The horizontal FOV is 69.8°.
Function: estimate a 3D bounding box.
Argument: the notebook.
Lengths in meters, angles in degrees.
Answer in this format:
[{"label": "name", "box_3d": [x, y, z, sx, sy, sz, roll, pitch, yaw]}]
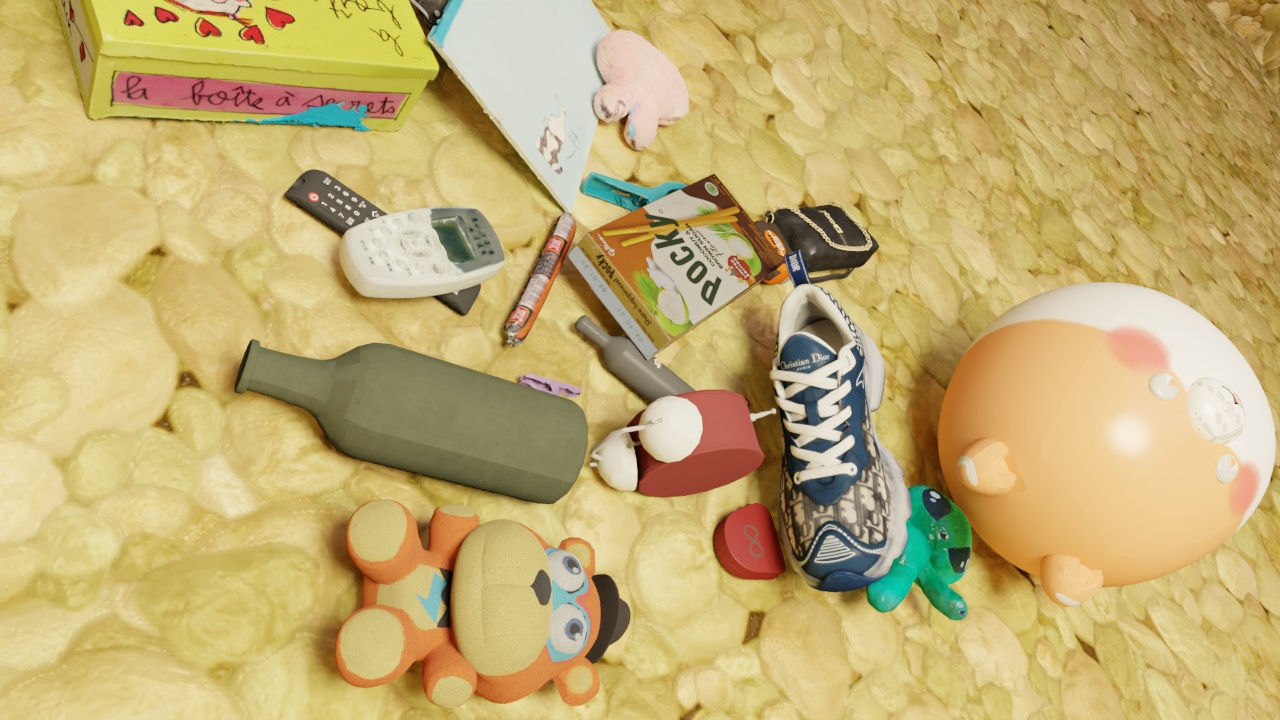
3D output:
[{"label": "notebook", "box_3d": [-0.086, -0.271, 0.783, 0.181, 0.009, 0.252, 49, 38, -38]}]

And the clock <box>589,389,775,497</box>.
[{"label": "clock", "box_3d": [0.029, 0.059, 0.651, 0.137, 0.096, 0.048, 7, 58, -37]}]

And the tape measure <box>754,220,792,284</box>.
[{"label": "tape measure", "box_3d": [0.114, -0.098, 0.860, 0.058, 0.038, 0.058, -12, 71, -56]}]

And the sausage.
[{"label": "sausage", "box_3d": [-0.075, -0.065, 0.705, 0.020, 0.020, 0.154, 33, 48, -16]}]

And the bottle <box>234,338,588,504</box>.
[{"label": "bottle", "box_3d": [-0.136, 0.033, 0.560, 0.206, 0.072, 0.071, 19, 53, -27]}]

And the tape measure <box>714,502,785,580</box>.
[{"label": "tape measure", "box_3d": [0.079, 0.136, 0.694, 0.051, 0.019, 0.059, 10, 50, -30]}]

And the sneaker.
[{"label": "sneaker", "box_3d": [0.137, 0.040, 0.703, 0.268, 0.103, 0.132, -82, 150, -43]}]

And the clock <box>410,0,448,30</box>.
[{"label": "clock", "box_3d": [-0.153, -0.296, 0.745, 0.122, 0.044, 0.091, -1, 69, -78]}]

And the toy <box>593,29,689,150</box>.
[{"label": "toy", "box_3d": [-0.003, -0.250, 0.855, 0.108, 0.053, 0.104, 41, 53, -29]}]

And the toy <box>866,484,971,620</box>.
[{"label": "toy", "box_3d": [0.224, 0.155, 0.762, 0.193, 0.073, 0.130, -6, 68, -49]}]

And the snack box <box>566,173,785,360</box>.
[{"label": "snack box", "box_3d": [0.035, -0.083, 0.751, 0.101, 0.032, 0.185, 52, 43, 4]}]

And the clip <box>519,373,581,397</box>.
[{"label": "clip", "box_3d": [-0.062, 0.028, 0.661, 0.050, 0.014, 0.045, -1, 66, -41]}]

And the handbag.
[{"label": "handbag", "box_3d": [0.178, -0.124, 0.921, 0.128, 0.054, 0.079, -10, 58, -38]}]

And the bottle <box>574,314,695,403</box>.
[{"label": "bottle", "box_3d": [-0.004, 0.004, 0.707, 0.113, 0.030, 0.030, 39, 46, -10]}]

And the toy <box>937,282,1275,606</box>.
[{"label": "toy", "box_3d": [0.398, 0.072, 0.809, 0.280, 0.266, 0.263, -37, 90, -30]}]

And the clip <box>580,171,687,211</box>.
[{"label": "clip", "box_3d": [0.014, -0.124, 0.808, 0.119, 0.027, 0.103, -18, 77, -42]}]

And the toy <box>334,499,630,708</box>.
[{"label": "toy", "box_3d": [-0.087, 0.140, 0.522, 0.176, 0.096, 0.112, 22, 50, -39]}]

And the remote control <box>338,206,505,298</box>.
[{"label": "remote control", "box_3d": [-0.148, -0.074, 0.625, 0.114, 0.028, 0.060, -14, 72, -42]}]

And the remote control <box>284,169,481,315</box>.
[{"label": "remote control", "box_3d": [-0.177, -0.082, 0.642, 0.147, 0.015, 0.033, 34, 47, -15]}]

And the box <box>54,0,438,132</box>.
[{"label": "box", "box_3d": [-0.264, -0.229, 0.627, 0.220, 0.080, 0.124, -8, 68, -39]}]
